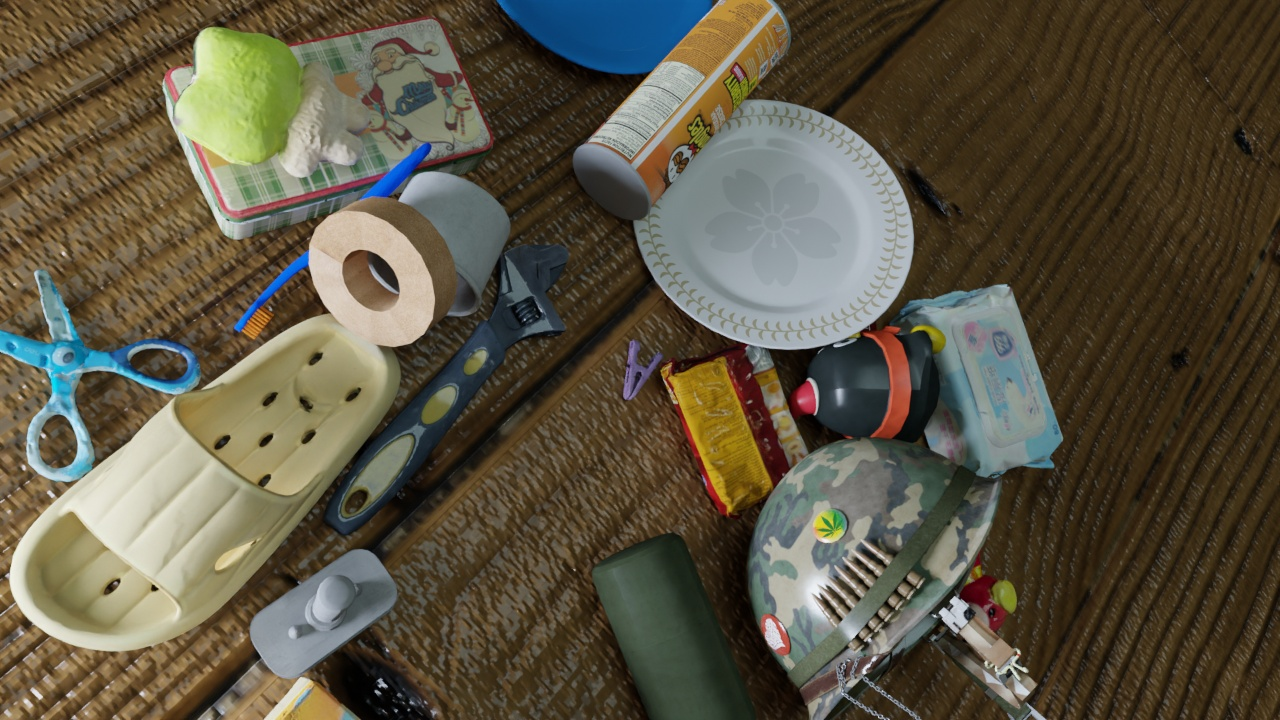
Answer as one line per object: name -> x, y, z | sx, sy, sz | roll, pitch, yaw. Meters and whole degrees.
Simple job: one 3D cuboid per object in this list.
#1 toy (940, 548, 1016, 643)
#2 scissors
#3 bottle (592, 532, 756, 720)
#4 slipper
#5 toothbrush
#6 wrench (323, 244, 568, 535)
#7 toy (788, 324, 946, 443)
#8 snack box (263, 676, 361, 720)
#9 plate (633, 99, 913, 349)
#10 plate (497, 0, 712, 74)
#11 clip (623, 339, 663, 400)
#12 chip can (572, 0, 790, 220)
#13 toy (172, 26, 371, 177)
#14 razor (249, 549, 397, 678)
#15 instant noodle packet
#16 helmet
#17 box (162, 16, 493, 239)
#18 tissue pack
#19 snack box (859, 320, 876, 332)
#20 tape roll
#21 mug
toy -> 0.261, 0.166, 0.777 | 0.105, 0.067, 0.137 | -21, 72, -31
scissors -> -0.341, 0.003, 0.570 | 0.134, 0.012, 0.134 | -17, 81, -27
bottle -> 0.035, 0.228, 0.642 | 0.071, 0.072, 0.206 | -20, 84, -28
slipper -> -0.247, 0.065, 0.558 | 0.111, 0.079, 0.260 | 47, 61, -9
toothbrush -> -0.206, -0.084, 0.628 | 0.018, 0.016, 0.182 | 46, 79, -14
wrench -> -0.129, 0.011, 0.659 | 0.073, 0.022, 0.272 | 41, 62, -8
toy -> 0.185, 0.021, 0.760 | 0.119, 0.098, 0.099 | 3, 78, -21
snack box -> -0.169, 0.299, 0.520 | 0.195, 0.081, 0.144 | 45, 62, -7
plate -> 0.113, -0.119, 0.783 | 0.242, 0.016, 0.242 | 2, 68, -6
plate -> -0.041, -0.347, 0.804 | 0.224, 0.024, 0.224 | 7, 72, -23
clip -> 0.003, 0.008, 0.726 | 0.046, 0.014, 0.050 | 1, 71, -27
chip can -> 0.038, -0.216, 0.762 | 0.075, 0.075, 0.214 | 42, 67, -8
toy -> -0.235, -0.163, 0.595 | 0.115, 0.046, 0.092 | 15, 71, -28
razor -> -0.183, 0.144, 0.540 | 0.088, 0.116, 0.047 | -34, 86, -29
instant noodle packet -> 0.078, 0.049, 0.733 | 0.098, 0.040, 0.135 | -21, 88, -31
helmet -> 0.187, 0.174, 0.654 | 0.236, 0.193, 0.224 | 22, 76, 23
box -> -0.217, -0.170, 0.658 | 0.205, 0.050, 0.117 | -22, 84, -27
tissue pack -> 0.306, 0.025, 0.828 | 0.111, 0.070, 0.182 | -13, 81, -28
snack box -> 0.173, -0.088, 0.822 | 0.051, 0.032, 0.140 | 4, 73, -24
tape roll -> -0.166, -0.057, 0.592 | 0.094, 0.094, 0.027 | 46, 36, -6
mug -> -0.154, -0.084, 0.649 | 0.113, 0.084, 0.070 | 13, 63, 13
